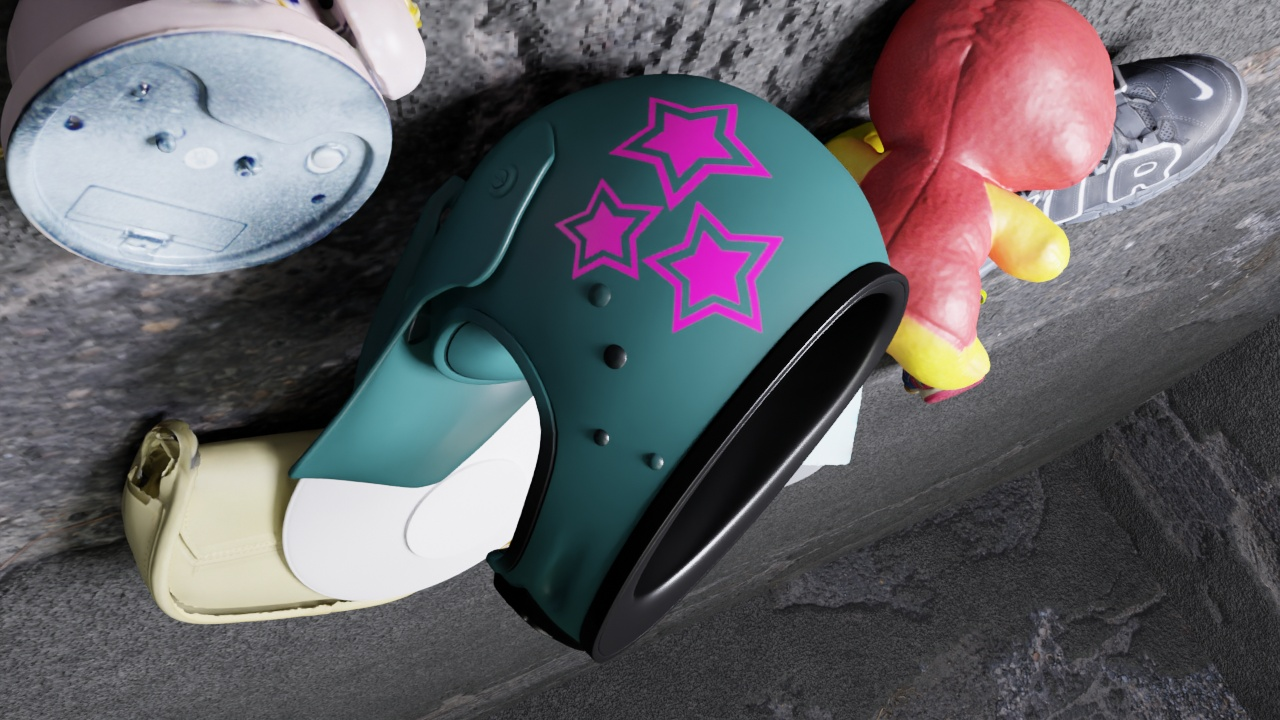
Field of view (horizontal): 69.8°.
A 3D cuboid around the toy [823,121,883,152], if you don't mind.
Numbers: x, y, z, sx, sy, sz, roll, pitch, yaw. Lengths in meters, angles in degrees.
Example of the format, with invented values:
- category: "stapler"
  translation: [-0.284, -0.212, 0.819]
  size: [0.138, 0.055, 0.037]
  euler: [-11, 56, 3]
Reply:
- category: "toy"
  translation: [0.135, -0.116, 0.593]
  size: [0.096, 0.041, 0.094]
  euler: [-33, 162, 16]

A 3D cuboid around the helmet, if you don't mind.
- category: "helmet"
  translation: [-0.025, -0.006, 0.432]
  size: [0.275, 0.200, 0.176]
  euler: [-52, 157, 5]

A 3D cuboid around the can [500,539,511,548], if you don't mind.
- category: "can"
  translation: [-0.150, 0.129, 0.785]
  size: [0.099, 0.059, 0.054]
  euler: [1, 128, -48]

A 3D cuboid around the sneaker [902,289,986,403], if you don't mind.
- category: "sneaker"
  translation: [0.323, -0.021, 0.991]
  size: [0.116, 0.091, 0.241]
  euler: [-27, 178, 15]

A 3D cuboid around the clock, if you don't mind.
- category: "clock"
  translation: [-0.137, -0.096, 0.305]
  size: [0.158, 0.058, 0.116]
  euler: [-37, 157, 25]

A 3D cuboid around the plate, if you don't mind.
- category: "plate"
  translation: [-0.124, 0.093, 0.626]
  size: [0.229, 0.030, 0.230]
  euler: [-28, 144, -23]

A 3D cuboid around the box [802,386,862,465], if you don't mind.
- category: "box"
  translation: [0.072, -0.005, 0.660]
  size: [0.243, 0.070, 0.171]
  euler: [3, 126, -23]

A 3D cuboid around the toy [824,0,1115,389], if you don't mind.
- category: "toy"
  translation: [0.165, -0.101, 0.488]
  size: [0.216, 0.147, 0.098]
  euler: [-65, 164, 3]

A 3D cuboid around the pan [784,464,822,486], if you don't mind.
- category: "pan"
  translation: [0.042, 0.131, 0.986]
  size: [0.356, 0.051, 0.201]
  euler: [-18, -178, -6]

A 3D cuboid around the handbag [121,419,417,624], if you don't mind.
- category: "handbag"
  translation: [-0.230, 0.097, 0.626]
  size: [0.232, 0.088, 0.191]
  euler: [-3, 134, -45]

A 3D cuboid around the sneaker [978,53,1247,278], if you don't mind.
- category: "sneaker"
  translation: [0.263, -0.137, 0.611]
  size: [0.253, 0.097, 0.150]
  euler: [-31, 162, 26]
